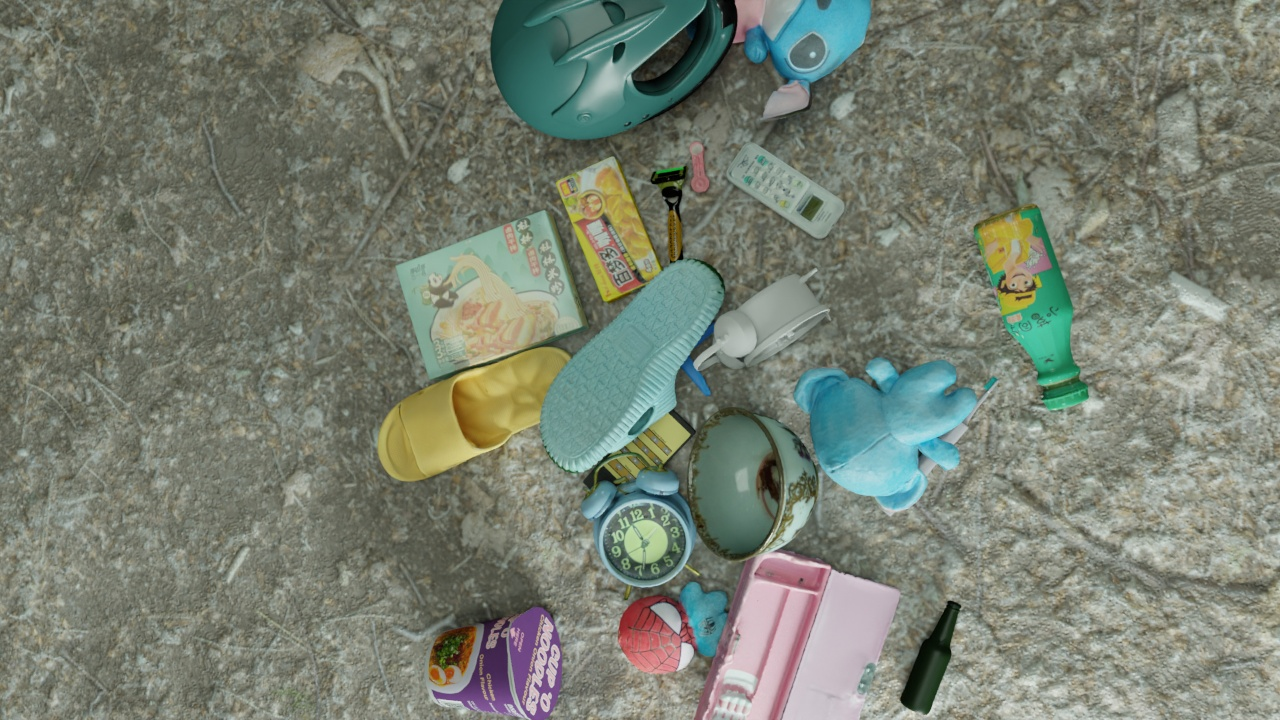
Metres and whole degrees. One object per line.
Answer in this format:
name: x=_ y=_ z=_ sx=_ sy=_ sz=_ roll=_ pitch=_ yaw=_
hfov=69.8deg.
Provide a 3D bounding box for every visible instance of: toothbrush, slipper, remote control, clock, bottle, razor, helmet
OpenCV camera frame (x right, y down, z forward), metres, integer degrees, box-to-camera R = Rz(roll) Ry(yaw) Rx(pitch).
toothbrush: x=0.325 y=0.092 z=0.993 sx=0.019 sy=0.018 sz=0.188 roll=40 pitch=96 yaw=6
slipper: x=-0.193 y=0.058 z=1.052 sx=0.263 sy=0.078 sz=0.099 roll=-23 pitch=86 yaw=6
remote control: x=-0.002 y=0.110 z=1.051 sx=0.058 sy=0.013 sz=0.133 roll=43 pitch=96 yaw=7
clock: x=0.128 y=-0.031 z=0.981 sx=0.159 sy=0.120 sz=0.061 roll=-33 pitch=79 yaw=-3
bottle: x=0.412 y=-0.054 z=0.954 sx=0.068 sy=0.068 sz=0.209 roll=-18 pitch=87 yaw=9
remote control: x=0.160 y=-0.188 z=1.020 sx=0.133 sy=0.022 sz=0.050 roll=35 pitch=95 yaw=8
razor: x=0.038 y=-0.146 z=1.042 sx=0.044 sy=0.021 sz=0.144 roll=-4 pitch=88 yaw=27
slipper: x=-0.006 y=0.006 z=1.016 sx=0.116 sy=0.069 sz=0.276 roll=40 pitch=90 yaw=25
clock: x=-0.002 y=0.178 z=1.018 sx=0.118 sy=0.060 sz=0.162 roll=-22 pitch=96 yaw=3
helmet: x=-0.032 y=-0.335 z=0.930 sx=0.275 sy=0.199 sz=0.176 roll=-21 pitch=83 yaw=30
bottle: x=0.316 y=0.318 z=0.987 sx=0.033 sy=0.033 sz=0.123 roll=21 pitch=93 yaw=9

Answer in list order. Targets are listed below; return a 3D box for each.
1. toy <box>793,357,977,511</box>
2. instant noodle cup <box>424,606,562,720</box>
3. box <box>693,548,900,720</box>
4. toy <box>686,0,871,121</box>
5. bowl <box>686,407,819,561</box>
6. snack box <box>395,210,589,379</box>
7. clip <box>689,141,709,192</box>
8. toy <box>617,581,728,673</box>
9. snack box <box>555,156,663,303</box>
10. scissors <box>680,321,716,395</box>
toy: x=0.261 y=0.060 z=0.961 sx=0.181 sy=0.114 sz=0.183 roll=-39 pitch=89 yaw=29
instant noodle cup: x=-0.172 y=0.339 z=1.030 sx=0.122 sy=0.121 sz=0.137 roll=-9 pitch=133 yaw=19
box: x=0.169 y=0.332 z=1.012 sx=0.179 sy=0.040 sz=0.232 roll=19 pitch=92 yaw=-7
toy: x=0.146 y=-0.368 z=0.988 sx=0.191 sy=0.098 sz=0.224 roll=23 pitch=96 yaw=15
bowl: x=0.132 y=0.131 z=0.977 sx=0.093 sy=0.160 sz=0.160 roll=5 pitch=91 yaw=-31
snack box: x=-0.172 y=-0.074 z=1.065 sx=0.194 sy=0.044 sz=0.141 roll=-19 pitch=85 yaw=10
clip: x=0.066 y=-0.222 z=1.040 sx=0.023 sy=0.045 sz=0.060 roll=-5 pitch=123 yaw=12
toy: x=0.040 y=0.300 z=1.022 sx=0.133 sy=0.062 sz=0.092 roll=-18 pitch=102 yaw=-5
snack box: x=-0.034 y=-0.149 z=1.051 sx=0.075 sy=0.025 sz=0.152 roll=-23 pitch=86 yaw=8
scissors: x=0.041 y=-0.011 z=1.045 sx=0.126 sy=0.013 sz=0.125 roll=-37 pitch=83 yaw=12
